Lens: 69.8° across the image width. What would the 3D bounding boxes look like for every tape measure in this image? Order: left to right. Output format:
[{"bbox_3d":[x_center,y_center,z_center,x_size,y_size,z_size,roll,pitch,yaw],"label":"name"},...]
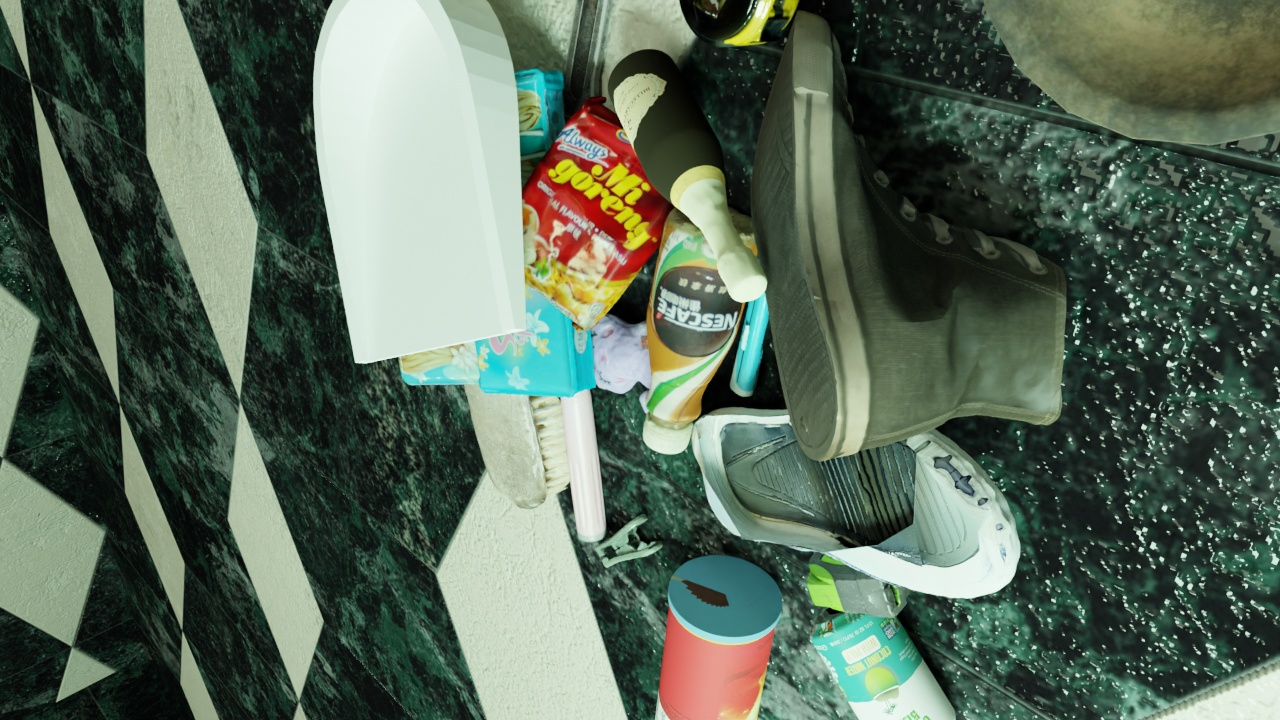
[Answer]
[{"bbox_3d":[0.054,-0.205,0.491,0.071,0.042,0.072,40,134,27],"label":"tape measure"},{"bbox_3d":[0.137,0.132,0.562,0.066,0.058,0.036,-9,107,46],"label":"tape measure"}]

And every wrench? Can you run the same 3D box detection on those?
[{"bbox_3d":[-0.027,-0.242,0.586,0.070,0.010,0.274,39,134,28],"label":"wrench"}]

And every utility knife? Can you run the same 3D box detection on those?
[{"bbox_3d":[0.075,-0.038,0.578,0.022,0.015,0.141,-124,35,-52],"label":"utility knife"}]

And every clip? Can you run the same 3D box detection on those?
[{"bbox_3d":[-0.011,0.152,0.763,0.037,0.023,0.075,59,142,5],"label":"clip"}]

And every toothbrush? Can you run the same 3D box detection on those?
[{"bbox_3d":[-0.050,0.048,0.749,0.026,0.027,0.223,-136,38,-62],"label":"toothbrush"}]

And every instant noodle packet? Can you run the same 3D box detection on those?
[{"bbox_3d":[-0.035,-0.093,0.598,0.098,0.039,0.136,40,107,6],"label":"instant noodle packet"}]

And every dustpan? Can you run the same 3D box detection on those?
[{"bbox_3d":[-0.164,-0.137,0.626,0.192,0.053,0.257,-8,82,43],"label":"dustpan"}]

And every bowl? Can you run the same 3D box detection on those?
[{"bbox_3d":[0.204,-0.159,0.308,0.162,0.070,0.162,24,126,38],"label":"bowl"}]

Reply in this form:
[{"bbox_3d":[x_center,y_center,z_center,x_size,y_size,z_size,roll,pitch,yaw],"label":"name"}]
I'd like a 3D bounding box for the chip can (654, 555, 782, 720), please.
[{"bbox_3d":[0.052,0.256,0.699,0.087,0.086,0.214,29,128,35],"label":"chip can"}]

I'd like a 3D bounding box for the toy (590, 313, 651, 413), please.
[{"bbox_3d":[-0.004,0.004,0.667,0.100,0.036,0.080,4,111,45],"label":"toy"}]

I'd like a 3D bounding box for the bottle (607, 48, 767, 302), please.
[{"bbox_3d":[0.028,-0.104,0.514,0.045,0.045,0.184,-64,37,43],"label":"bottle"}]

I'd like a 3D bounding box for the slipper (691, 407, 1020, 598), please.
[{"bbox_3d":[0.120,0.067,0.548,0.264,0.063,0.111,-8,100,61],"label":"slipper"}]

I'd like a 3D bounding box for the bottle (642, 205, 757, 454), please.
[{"bbox_3d":[0.031,-0.015,0.590,0.059,0.059,0.167,32,125,33],"label":"bottle"}]

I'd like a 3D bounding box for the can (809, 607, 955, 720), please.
[{"bbox_3d":[0.154,0.201,0.582,0.101,0.054,0.055,59,140,7],"label":"can"}]

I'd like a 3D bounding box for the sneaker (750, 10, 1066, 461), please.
[{"bbox_3d":[0.125,-0.070,0.456,0.095,0.120,0.234,104,160,-62],"label":"sneaker"}]

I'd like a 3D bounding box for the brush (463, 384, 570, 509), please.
[{"bbox_3d":[-0.113,-0.006,0.763,0.083,0.056,0.271,5,113,41],"label":"brush"}]

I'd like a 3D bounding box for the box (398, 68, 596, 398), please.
[{"bbox_3d":[-0.125,-0.088,0.682,0.182,0.039,0.227,1,104,29],"label":"box"}]
